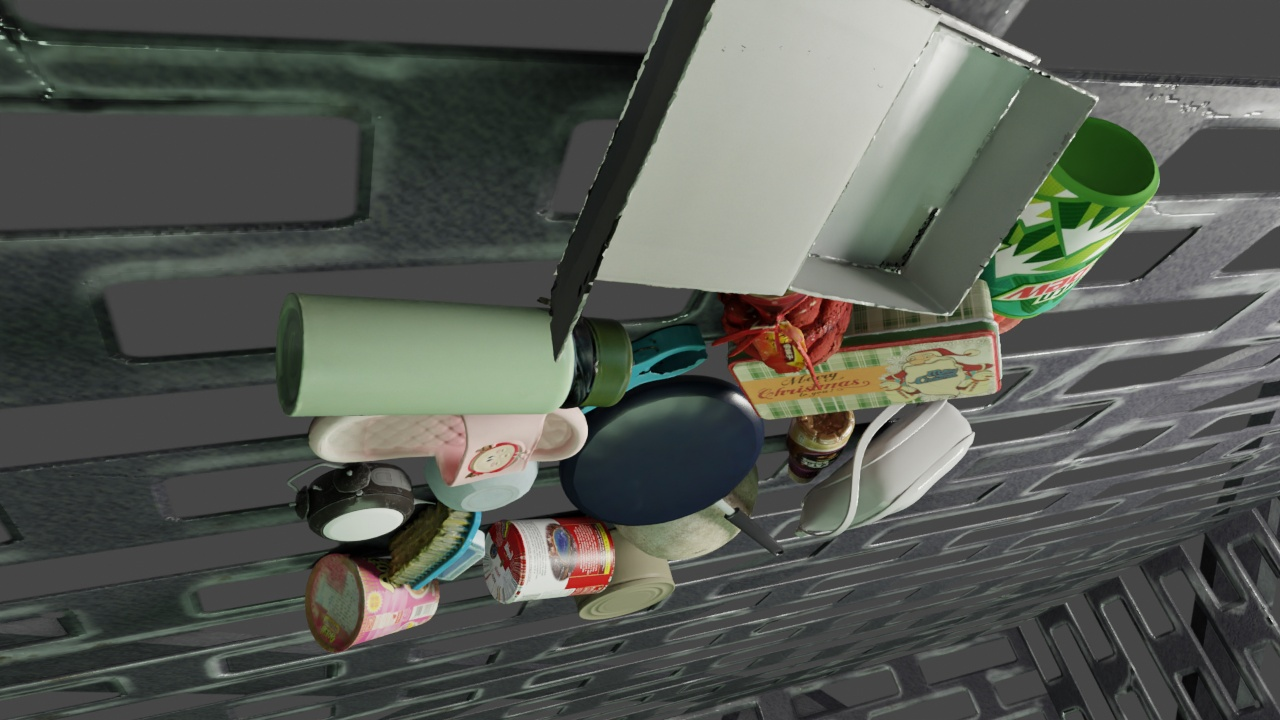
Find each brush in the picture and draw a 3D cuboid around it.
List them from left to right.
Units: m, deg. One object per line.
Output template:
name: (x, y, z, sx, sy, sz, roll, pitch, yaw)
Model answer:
brush: (-0.189, 0.179, 0.907, 0.075, 0.055, 0.136, 17, 138, -34)

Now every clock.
clock: (-0.246, 0.125, 0.796, 0.091, 0.043, 0.122, -28, 151, 17)

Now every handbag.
handbag: (0.241, 0.128, 1.019, 0.215, 0.095, 0.223, -32, 171, -28)

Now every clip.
clip: (-0.007, -0.001, 0.732, 0.119, 0.027, 0.102, -17, 155, -1)

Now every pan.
pan: (0.065, 0.131, 0.914, 0.199, 0.021, 0.356, -34, 134, 14)

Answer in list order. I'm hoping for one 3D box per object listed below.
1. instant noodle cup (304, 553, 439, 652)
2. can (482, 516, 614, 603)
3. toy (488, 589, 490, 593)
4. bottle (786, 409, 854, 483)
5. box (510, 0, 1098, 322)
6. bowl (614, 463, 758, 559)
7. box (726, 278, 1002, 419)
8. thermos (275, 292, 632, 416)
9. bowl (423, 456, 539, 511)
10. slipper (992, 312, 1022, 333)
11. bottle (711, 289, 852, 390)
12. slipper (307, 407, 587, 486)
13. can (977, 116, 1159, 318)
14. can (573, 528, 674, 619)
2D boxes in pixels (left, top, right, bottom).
instant noodle cup: (-0.274, 0.246, 0.955, 0.098, 0.097, 0.108, -34, 155, 27)
can: (-0.099, 0.214, 0.995, 0.116, 0.086, 0.087, 4, 145, -37)
toy: (-0.148, 0.253, 1.069, 0.076, 0.062, 0.100, -23, 164, -34)
bottle: (0.181, 0.090, 0.968, 0.059, 0.059, 0.166, -15, 155, -6)
box: (0.093, -0.108, 0.469, 0.367, 0.098, 0.166, -1, 127, -41)
bowl: (0.058, 0.176, 1.030, 0.178, 0.081, 0.179, -16, 152, -9)
box: (0.180, -0.002, 0.739, 0.206, 0.050, 0.118, -6, 148, 19)
thermos: (-0.115, -0.005, 0.612, 0.231, 0.082, 0.083, 2, 146, -32)
bowl: (-0.140, 0.108, 0.831, 0.106, 0.039, 0.106, -14, 152, -8)
slipper: (0.249, -0.039, 0.777, 0.248, 0.059, 0.104, 3, 146, -32)
bottle: (0.102, -0.038, 0.655, 0.099, 0.098, 0.111, -21, 147, 5)
slipper: (-0.145, 0.059, 0.722, 0.221, 0.055, 0.107, 3, 145, -26)
can: (0.300, -0.100, 0.671, 0.083, 0.083, 0.144, -11, 151, -13)
can: (-0.026, 0.266, 1.145, 0.127, 0.073, 0.128, -14, 152, -8)
